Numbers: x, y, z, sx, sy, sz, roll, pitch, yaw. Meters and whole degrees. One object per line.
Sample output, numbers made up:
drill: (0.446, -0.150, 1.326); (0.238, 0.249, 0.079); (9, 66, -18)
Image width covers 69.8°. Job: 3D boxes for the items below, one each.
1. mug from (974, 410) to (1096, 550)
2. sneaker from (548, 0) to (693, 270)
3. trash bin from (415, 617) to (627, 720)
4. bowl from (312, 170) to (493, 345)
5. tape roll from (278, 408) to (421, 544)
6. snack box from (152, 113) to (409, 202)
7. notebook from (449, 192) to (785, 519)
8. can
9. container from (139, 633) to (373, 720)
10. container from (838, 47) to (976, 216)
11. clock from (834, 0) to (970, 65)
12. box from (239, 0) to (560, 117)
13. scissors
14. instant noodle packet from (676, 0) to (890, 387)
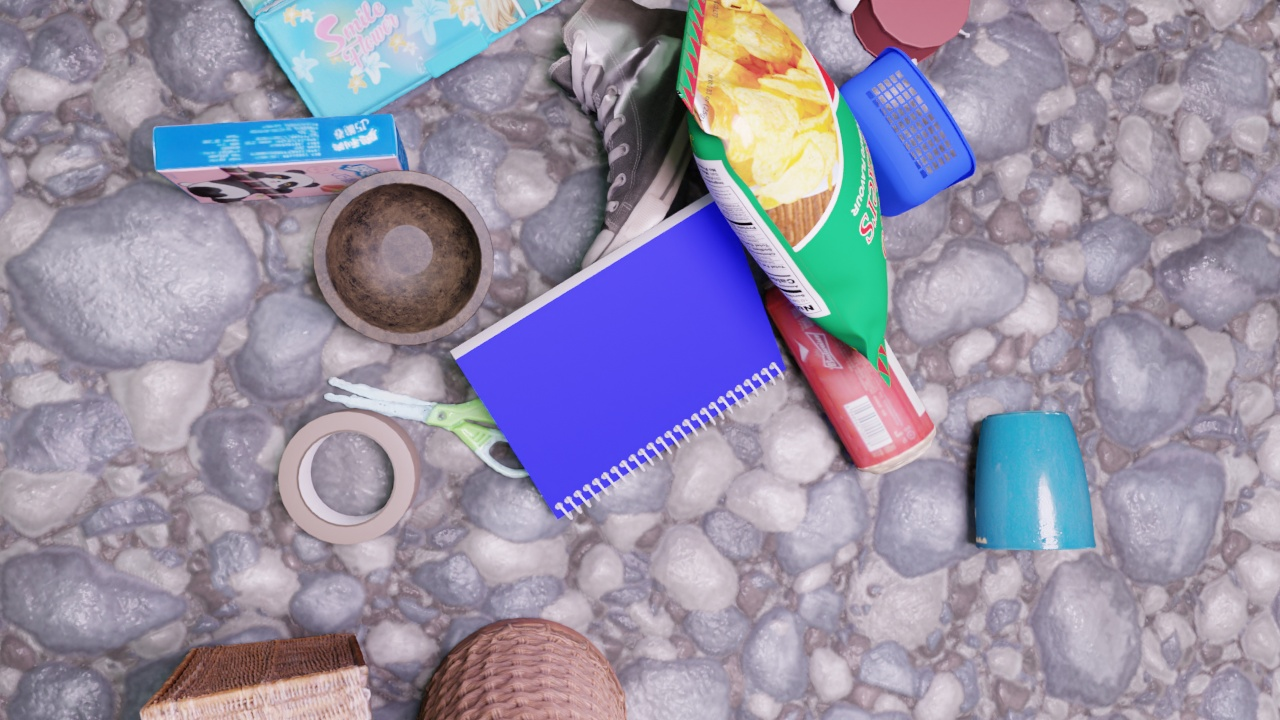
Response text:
mug: (0.313, 0.094, 0.720); (0.112, 0.085, 0.104); (5, 79, -37)
sneaker: (-0.021, -0.163, 0.673); (0.120, 0.095, 0.234); (21, 86, -4)
trash bin: (-0.071, 0.259, 0.579); (0.151, 0.210, 0.151); (0, 87, -9)
bowl: (-0.168, -0.076, 0.659); (0.121, 0.056, 0.121); (-3, 105, -12)
tape roll: (-0.206, 0.082, 0.655); (0.093, 0.030, 0.093); (0, 92, -5)
snack box: (-0.243, -0.139, 0.639); (0.154, 0.088, 0.033); (-6, 88, -9)
notebook: (-0.004, 0.004, 0.656); (0.209, 0.022, 0.172); (-32, 126, -9)
can: (0.158, 0.002, 0.701); (0.067, 0.067, 0.170); (-31, 91, -9)
container: (-0.225, 0.238, 0.565); (0.112, 0.199, 0.113); (-6, 84, -20)
container: (0.190, -0.169, 0.703); (0.058, 0.096, 0.114); (-35, 92, -4)
clock: (0.209, -0.292, 0.738); (0.087, 0.044, 0.124); (-45, 94, -9)
box: (-0.179, -0.294, 0.671); (0.227, 0.074, 0.180); (-34, 93, -9)
scissors: (-0.148, 0.036, 0.682); (0.175, 0.033, 0.072); (16, 88, -11)
instant noodle packet: (0.102, -0.129, 0.610); (0.090, 0.195, 0.252); (-24, 126, 28)
